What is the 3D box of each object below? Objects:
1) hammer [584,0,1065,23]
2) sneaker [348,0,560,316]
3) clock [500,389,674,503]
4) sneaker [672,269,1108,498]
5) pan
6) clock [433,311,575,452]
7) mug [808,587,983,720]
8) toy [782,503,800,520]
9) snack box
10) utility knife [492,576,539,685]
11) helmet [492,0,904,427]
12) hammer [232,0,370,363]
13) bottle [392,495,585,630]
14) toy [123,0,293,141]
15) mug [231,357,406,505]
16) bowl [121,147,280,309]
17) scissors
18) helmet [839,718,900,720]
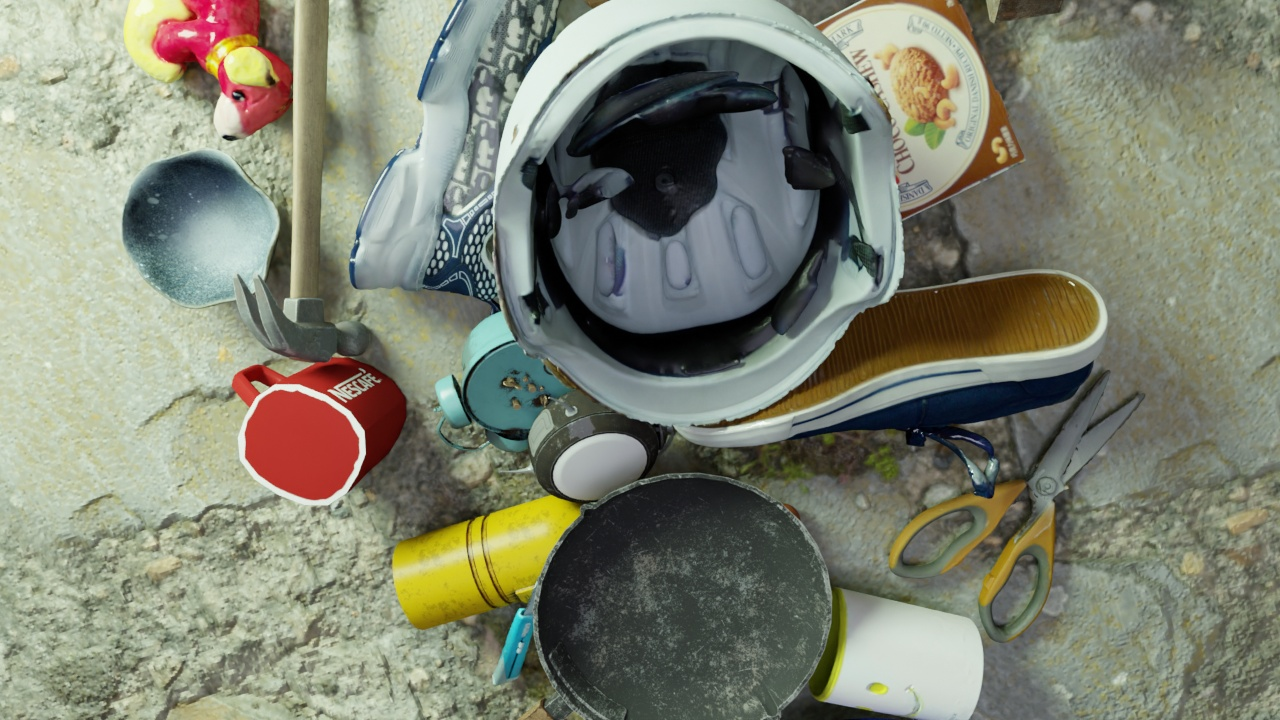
[{"bbox_3d":[0.104,-0.276,0.592,0.301,0.037,0.157,-6,73,11],"label":"hammer"},{"bbox_3d":[-0.092,-0.151,0.624,0.132,0.103,0.270,23,102,-17],"label":"sneaker"},{"bbox_3d":[-0.028,0.064,0.650,0.122,0.043,0.091,16,123,-31],"label":"clock"},{"bbox_3d":[0.169,0.028,0.651,0.295,0.120,0.127,-10,141,8],"label":"sneaker"},{"bbox_3d":[-0.031,0.218,0.639,0.357,0.040,0.207,-39,102,6],"label":"pan"},{"bbox_3d":[-0.095,0.018,0.653,0.124,0.053,0.090,-43,130,16],"label":"clock"},{"bbox_3d":[0.186,0.220,0.681,0.106,0.082,0.082,13,101,-1],"label":"mug"},{"bbox_3d":[0.079,0.171,0.694,0.095,0.065,0.128,11,110,8],"label":"toy"},{"bbox_3d":[0.162,-0.168,0.625,0.147,0.041,0.143,-26,99,7],"label":"snack box"},{"bbox_3d":[-0.090,0.200,0.682,0.022,0.015,0.159,-7,139,-25],"label":"utility knife"},{"bbox_3d":[0.026,-0.098,0.566,0.236,0.163,0.264,-11,129,0],"label":"helmet"},{"bbox_3d":[-0.222,-0.163,0.623,0.031,0.119,0.331,5,93,16],"label":"hammer"},{"bbox_3d":[-0.093,0.146,0.684,0.164,0.071,0.071,-18,100,6],"label":"bottle"},{"bbox_3d":[-0.289,-0.221,0.629,0.137,0.067,0.105,45,97,6],"label":"toy"},{"bbox_3d":[-0.237,0.040,0.655,0.116,0.096,0.080,28,101,-3],"label":"mug"},{"bbox_3d":[-0.302,-0.093,0.653,0.110,0.055,0.110,0,101,2],"label":"bowl"},{"bbox_3d":[0.300,0.115,0.689,0.225,0.016,0.166,-41,97,9],"label":"scissors"},{"bbox_3d":[0.147,0.376,0.647,0.242,0.227,0.148,-30,133,20],"label":"helmet"}]
